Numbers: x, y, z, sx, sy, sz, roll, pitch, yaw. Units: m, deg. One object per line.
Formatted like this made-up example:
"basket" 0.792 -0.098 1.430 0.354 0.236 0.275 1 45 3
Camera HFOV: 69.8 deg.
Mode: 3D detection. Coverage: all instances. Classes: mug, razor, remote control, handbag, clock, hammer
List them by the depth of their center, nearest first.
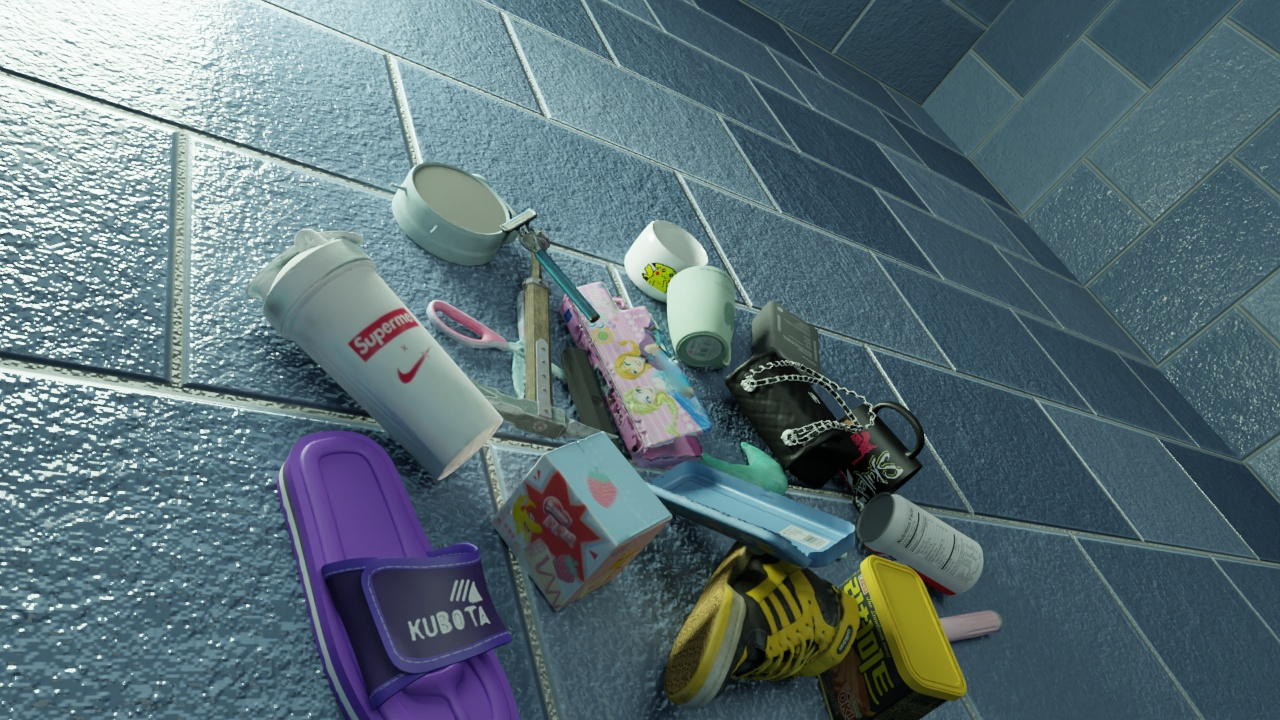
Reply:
"remote control" -0.046 0.049 0.903 0.033 0.015 0.146 12 44 -41
"hammer" -0.100 -0.040 0.926 0.147 0.028 0.316 19 35 -22
"razor" -0.090 -0.095 0.963 0.042 0.022 0.144 -34 80 -22
"clock" -0.196 -0.163 1.003 0.122 0.045 0.159 49 33 15
"handbag" 0.180 0.053 1.033 0.125 0.115 0.153 19 35 -58
"mug" 0.282 0.103 1.088 0.081 0.118 0.098 -12 57 -52
"mug" 0.081 -0.040 1.113 0.111 0.084 0.103 51 29 -41
"mug" 0.041 -0.120 1.174 0.115 0.068 0.094 33 31 -10

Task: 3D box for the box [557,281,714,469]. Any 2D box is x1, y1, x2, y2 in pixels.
"box" -0.005 0.004 0.960 0.084 0.071 0.230 7 43 -42

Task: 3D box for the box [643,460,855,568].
"box" 0.073 0.133 0.802 0.124 0.043 0.210 4 8 -44

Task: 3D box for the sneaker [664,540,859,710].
"sneaker" 0.105 0.232 0.757 0.122 0.086 0.238 37 27 4

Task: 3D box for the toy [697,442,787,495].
"toy" 0.116 0.120 0.978 0.085 0.033 0.105 39 25 28

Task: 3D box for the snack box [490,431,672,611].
"snack box" -0.048 0.126 0.729 0.093 0.095 0.079 50 32 17

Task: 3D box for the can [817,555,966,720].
"can" 0.212 0.260 0.823 0.072 0.101 0.130 22 35 -27

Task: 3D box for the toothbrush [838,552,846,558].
"toothbrush" 0.158 0.186 0.948 0.154 0.015 0.022 20 37 -30

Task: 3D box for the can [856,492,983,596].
"can" 0.315 0.207 1.034 0.132 0.070 0.070 31 32 -13

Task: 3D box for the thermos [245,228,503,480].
"thermos" -0.209 -0.008 0.741 0.220 0.100 0.099 45 31 4

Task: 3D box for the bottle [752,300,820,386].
"bottle" 0.191 -0.002 1.200 0.083 0.046 0.173 31 31 -13

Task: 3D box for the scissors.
"scissors" -0.130 -0.027 0.923 0.170 0.013 0.176 30 32 -15

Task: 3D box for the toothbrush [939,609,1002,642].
"toothbrush" 0.320 0.287 0.977 0.222 0.027 0.027 8 62 -41

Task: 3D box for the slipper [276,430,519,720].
"slipper" -0.155 0.141 0.606 0.107 0.084 0.266 -1 48 -47
